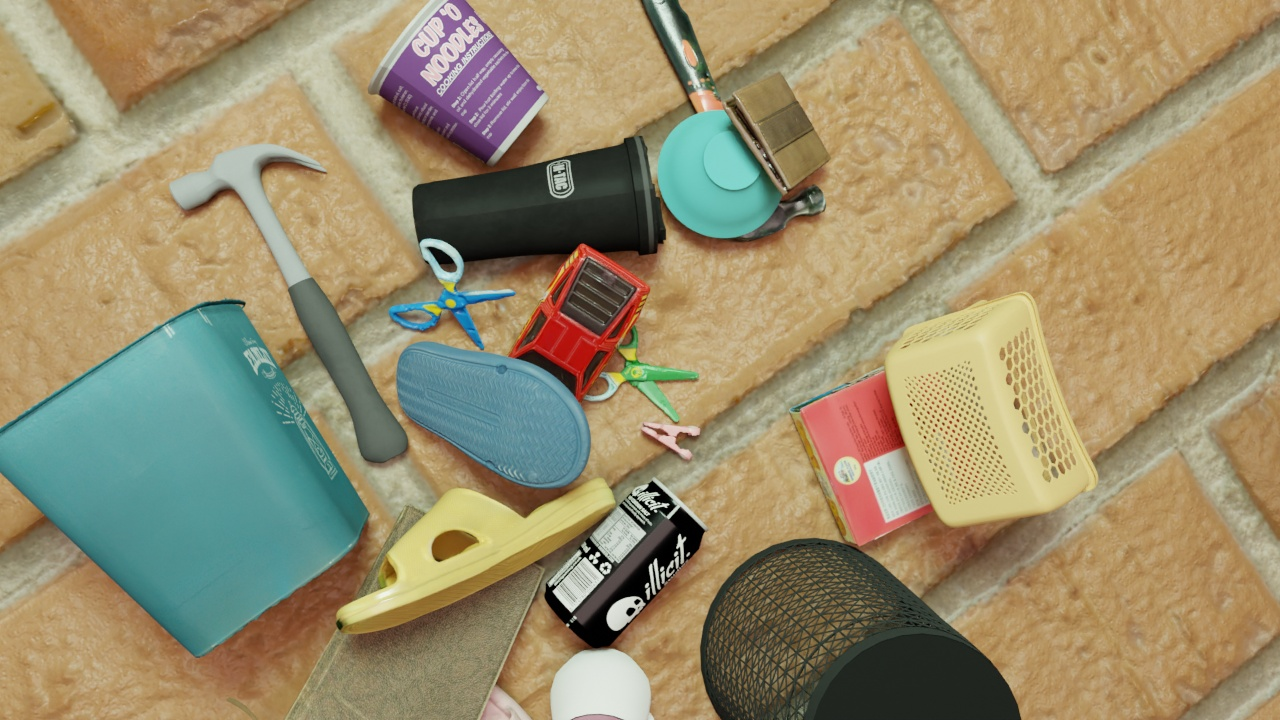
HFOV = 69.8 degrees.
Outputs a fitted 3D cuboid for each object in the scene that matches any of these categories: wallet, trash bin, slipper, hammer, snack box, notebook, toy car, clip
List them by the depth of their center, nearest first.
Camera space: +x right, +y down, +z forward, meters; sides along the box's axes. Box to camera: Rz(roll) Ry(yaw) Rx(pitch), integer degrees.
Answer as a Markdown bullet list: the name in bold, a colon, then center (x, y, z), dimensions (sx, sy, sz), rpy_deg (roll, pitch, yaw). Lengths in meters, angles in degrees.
- **trash bin**: center (-0.352, 0.094, 0.744), dimensions (0.199, 0.196, 0.218), rpy_deg (-35, 100, -6)
- **trash bin**: center (0.181, 0.278, 0.772), dimensions (0.217, 0.243, 0.217), rpy_deg (0, 88, -7)
- **slipper**: center (-0.141, 0.150, 0.780), dimensions (0.262, 0.100, 0.078), rpy_deg (-21, 69, -34)
- **notebook**: center (-0.207, 0.239, 0.788), dimensions (0.190, 0.035, 0.214), rpy_deg (28, 60, -7)
- **slipper**: center (-0.127, 0.036, 0.795), dimensions (0.214, 0.059, 0.104), rpy_deg (20, 111, 28)
- **toy car**: center (-0.070, -0.009, 0.822), dimensions (0.081, 0.056, 0.190), rpy_deg (33, 110, -4)
- **slipper**: center (-0.152, 0.343, 0.823), dimensions (0.106, 0.056, 0.221), rpy_deg (-36, 91, -5)
- **hammer**: center (-0.293, -0.051, 0.828), dimensions (0.125, 0.029, 0.311), rpy_deg (-28, 93, -7)
- **wallet**: center (0.127, -0.208, 0.832), dimensions (0.027, 0.120, 0.098), rpy_deg (-28, 99, 36)
- **clip**: center (0.032, 0.068, 0.870), dimensions (0.050, 0.023, 0.058), rpy_deg (-43, 95, -11)
- **hammer**: center (0.053, -0.270, 0.878), dimensions (0.133, 0.033, 0.333), rpy_deg (-24, 91, -6)
- **snack box**: center (0.238, 0.084, 0.886), dimensions (0.145, 0.040, 0.142), rpy_deg (-23, 92, -7)

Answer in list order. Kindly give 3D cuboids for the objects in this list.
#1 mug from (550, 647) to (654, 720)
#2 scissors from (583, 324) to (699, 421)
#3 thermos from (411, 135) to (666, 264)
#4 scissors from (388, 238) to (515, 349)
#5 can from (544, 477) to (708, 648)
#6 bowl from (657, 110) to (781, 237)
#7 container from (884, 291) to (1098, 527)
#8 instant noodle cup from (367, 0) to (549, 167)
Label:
- **mug**: center (-0.025, 0.314, 0.829), dimensions (0.090, 0.076, 0.124), rpy_deg (-35, 118, 23)
- **scissors**: center (-0.010, 0.018, 0.870), dimensions (0.116, 0.012, 0.129), rpy_deg (-40, 92, -5)
- **thermos**: center (-0.088, -0.136, 0.824), dimensions (0.218, 0.106, 0.106), rpy_deg (-8, 90, -2)
- **scissors**: center (-0.171, -0.057, 0.820), dimensions (0.125, 0.130, 0.013), rpy_deg (-5, 45, 12)
- **can**: center (-0.013, 0.183, 0.832), dimensions (0.080, 0.080, 0.146), rpy_deg (44, 84, -4)
- **bowl**: center (0.079, -0.176, 0.837), dimensions (0.121, 0.046, 0.121), rpy_deg (0, 87, -7)
- **container**: center (0.312, 0.044, 0.822), dimensions (0.166, 0.129, 0.183), rpy_deg (-21, 90, -51)
- **instant noodle cup**: center (-0.151, -0.247, 0.819), dimensions (0.122, 0.122, 0.136), rpy_deg (39, 40, -14)
